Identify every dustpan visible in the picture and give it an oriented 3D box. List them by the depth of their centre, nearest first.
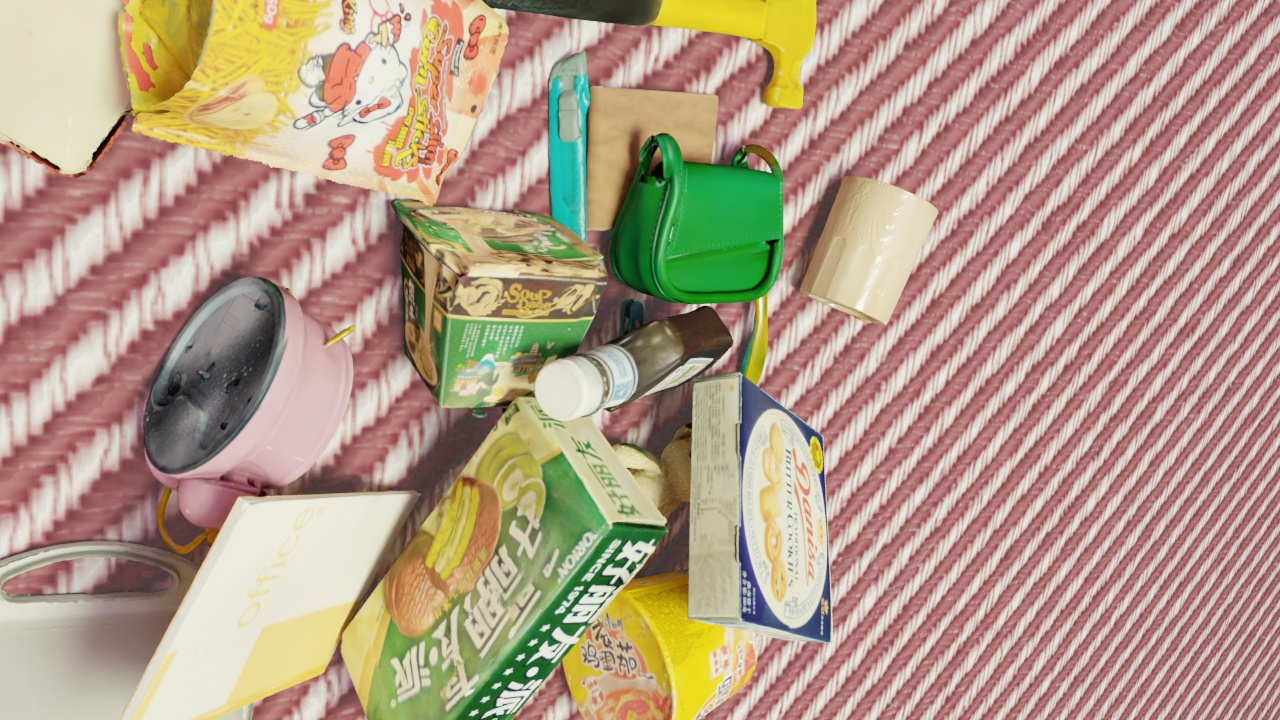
[{"bbox_3d":[-0.351,0.244,0.564,0.222,0.142,0.258,7,130,-35],"label":"dustpan"}]

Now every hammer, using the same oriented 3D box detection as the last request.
[{"bbox_3d":[0.006,-0.247,0.634,0.300,0.033,0.129,-7,108,-32],"label":"hammer"}]

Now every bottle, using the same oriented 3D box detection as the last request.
[{"bbox_3d":[-0.004,0.004,0.608,0.080,0.044,0.194,-38,171,27],"label":"bottle"}]

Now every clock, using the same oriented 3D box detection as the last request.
[{"bbox_3d":[-0.227,0.033,0.516,0.060,0.117,0.158,37,81,-48],"label":"clock"}]

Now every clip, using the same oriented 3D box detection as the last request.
[{"bbox_3d":[-0.007,-0.019,0.705,0.014,0.047,0.057,-2,104,-33],"label":"clip"}]

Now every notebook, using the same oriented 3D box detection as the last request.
[{"bbox_3d":[-0.209,0.143,0.544,0.146,0.010,0.206,-62,168,-2],"label":"notebook"}]

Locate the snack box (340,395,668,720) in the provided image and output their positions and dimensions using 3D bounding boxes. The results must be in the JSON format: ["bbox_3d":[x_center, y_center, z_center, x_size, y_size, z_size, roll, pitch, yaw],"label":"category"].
[{"bbox_3d":[-0.095,0.147,0.587,0.063,0.114,0.240,16,118,-48],"label":"snack box"}]

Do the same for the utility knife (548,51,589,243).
[{"bbox_3d":[-0.049,-0.135,0.638,0.029,0.013,0.151,2,107,6],"label":"utility knife"}]

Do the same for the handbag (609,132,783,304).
[{"bbox_3d":[0.045,-0.102,0.673,0.131,0.068,0.120,-3,107,-38],"label":"handbag"}]

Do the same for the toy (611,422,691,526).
[{"bbox_3d":[-0.003,0.115,0.721,0.157,0.066,0.105,-36,125,-15],"label":"toy"}]

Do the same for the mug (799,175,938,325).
[{"bbox_3d":[0.199,-0.090,0.794,0.124,0.084,0.103,16,98,-63],"label":"mug"}]

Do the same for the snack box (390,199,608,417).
[{"bbox_3d":[-0.099,-0.033,0.593,0.118,0.117,0.106,1,116,-33],"label":"snack box"}]

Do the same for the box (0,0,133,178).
[{"bbox_3d":[-0.263,-0.176,0.445,0.091,0.080,0.168,36,84,-36],"label":"box"}]

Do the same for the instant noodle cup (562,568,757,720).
[{"bbox_3d":[0.018,0.233,0.738,0.109,0.138,0.138,-7,109,-41],"label":"instant noodle cup"}]

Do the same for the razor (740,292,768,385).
[{"bbox_3d":[0.094,-0.028,0.768,0.043,0.028,0.133,-11,113,-35],"label":"razor"}]

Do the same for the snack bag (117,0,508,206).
[{"bbox_3d":[-0.157,-0.153,0.486,0.207,0.073,0.129,-2,118,-59],"label":"snack bag"}]

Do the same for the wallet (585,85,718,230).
[{"bbox_3d":[0.008,-0.148,0.676,0.115,0.020,0.101,-9,112,-34],"label":"wallet"}]

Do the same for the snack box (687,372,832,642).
[{"bbox_3d":[0.098,0.123,0.726,0.182,0.046,0.177,31,54,-52],"label":"snack box"}]
